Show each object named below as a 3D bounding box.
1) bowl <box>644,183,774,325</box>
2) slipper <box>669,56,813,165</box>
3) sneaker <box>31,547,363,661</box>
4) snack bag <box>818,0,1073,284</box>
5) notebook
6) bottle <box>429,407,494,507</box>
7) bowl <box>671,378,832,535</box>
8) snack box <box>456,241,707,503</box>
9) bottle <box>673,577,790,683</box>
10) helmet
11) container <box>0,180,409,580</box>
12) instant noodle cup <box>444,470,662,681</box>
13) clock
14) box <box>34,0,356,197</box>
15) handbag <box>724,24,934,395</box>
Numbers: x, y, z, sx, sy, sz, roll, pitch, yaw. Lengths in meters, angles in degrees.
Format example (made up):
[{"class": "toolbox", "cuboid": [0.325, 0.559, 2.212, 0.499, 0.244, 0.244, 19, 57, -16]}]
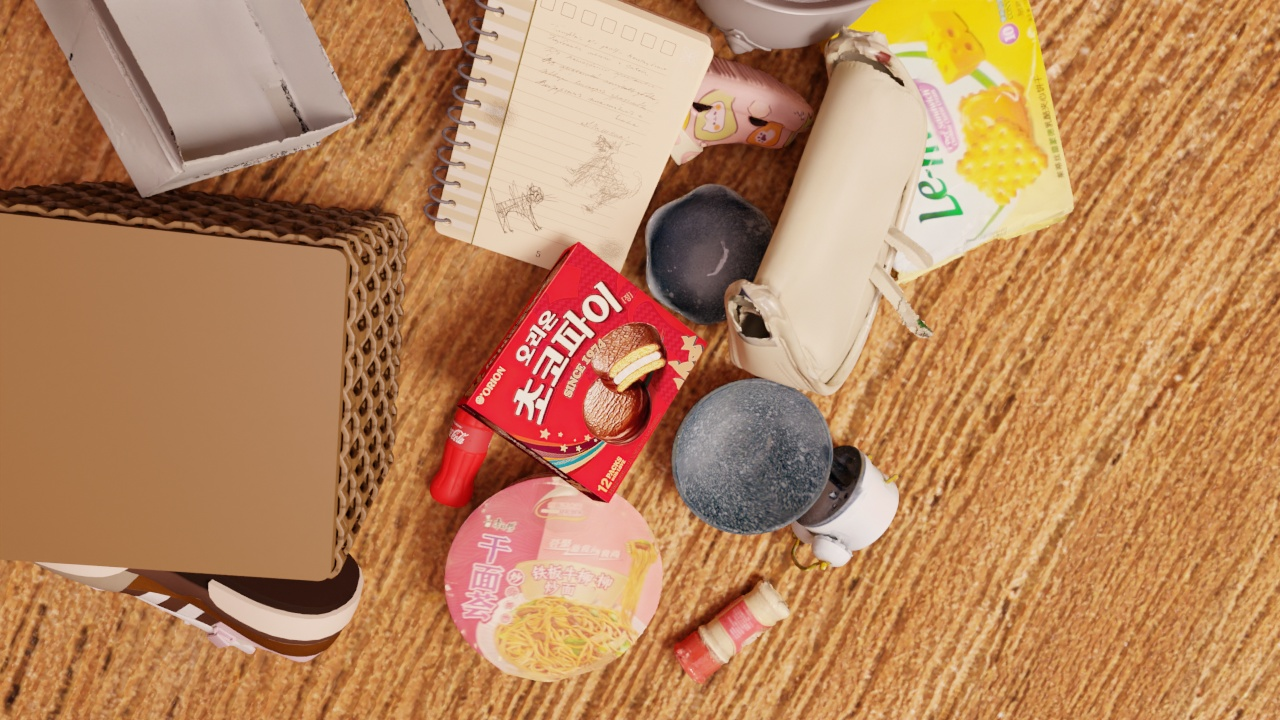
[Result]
[{"class": "bowl", "cuboid": [0.054, -0.088, 0.753, 0.110, 0.055, 0.110, -1, 102, -5]}, {"class": "slipper", "cuboid": [0.034, -0.198, 0.720, 0.197, 0.093, 0.082, 13, 119, -6]}, {"class": "sneaker", "cuboid": [-0.381, 0.174, 0.753, 0.293, 0.111, 0.117, 19, 119, -10]}, {"class": "snack bag", "cuboid": [0.242, -0.200, 0.742, 0.159, 0.068, 0.247, -19, 103, 2]}, {"class": "notebook", "cuboid": [-0.062, -0.165, 0.689, 0.167, 0.024, 0.226, 18, 129, -9]}, {"class": "bottle", "cuboid": [-0.144, 0.064, 0.775, 0.036, 0.036, 0.119, 19, 99, -9]}, {"class": "bowl", "cuboid": [0.091, 0.076, 0.791, 0.137, 0.057, 0.137, -1, 102, -5]}, {"class": "snack box", "cuboid": [-0.043, 0.010, 0.716, 0.132, 0.036, 0.151, 37, 73, -16]}, {"class": "bottle", "cuboid": [0.083, 0.245, 0.833, 0.109, 0.044, 0.044, -38, 103, 2]}, {"class": "helmet", "cuboid": [0.103, -0.295, 0.664, 0.183, 0.118, 0.270, 26, 58, 2]}, {"class": "container", "cuboid": [-0.312, 0.002, 0.643, 0.251, 0.214, 0.220, 6, 103, -7]}, {"class": "instant noodle cup", "cuboid": [-0.074, 0.172, 0.785, 0.178, 0.077, 0.179, -1, 103, -7]}, {"class": "clock", "cuboid": [0.169, 0.131, 0.799, 0.057, 0.083, 0.117, 36, 95, -18]}, {"class": "box", "cuboid": [-0.274, -0.209, 0.549, 0.164, 0.330, 0.167, -28, 104, -14]}, {"class": "handbag", "cuboid": [0.150, -0.088, 0.652, 0.132, 0.184, 0.229, 20, 89, 23]}]
